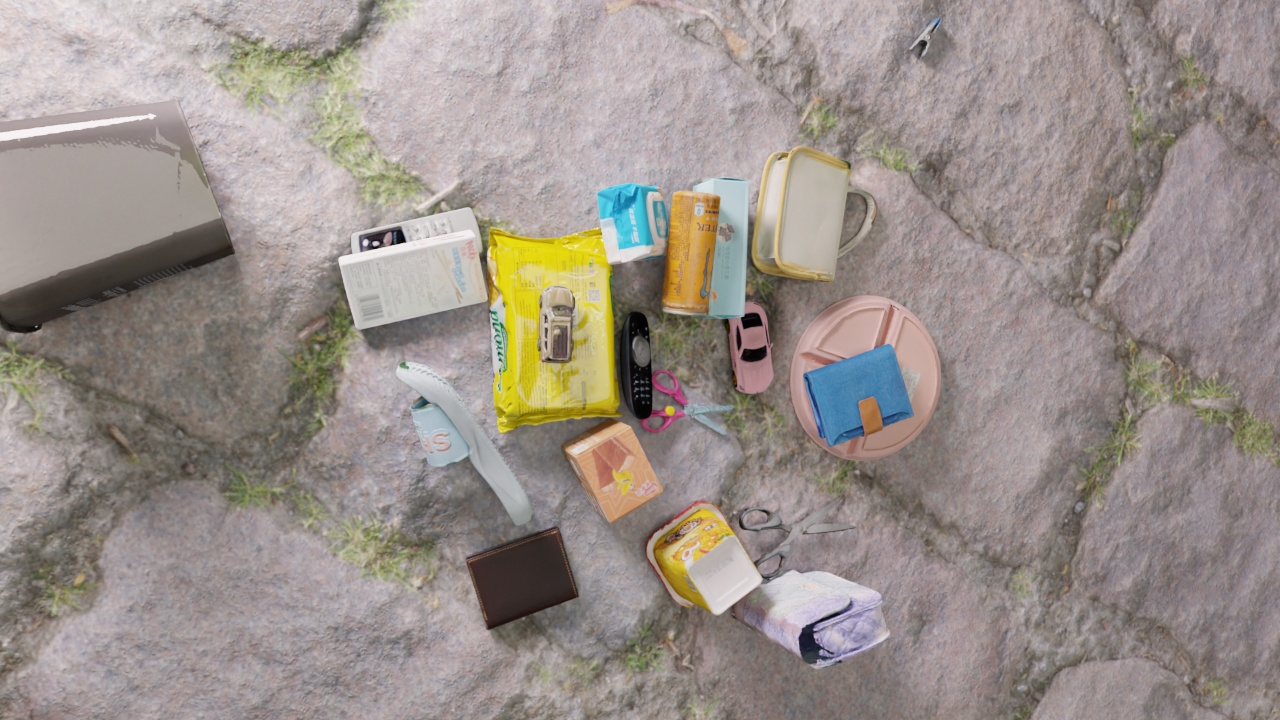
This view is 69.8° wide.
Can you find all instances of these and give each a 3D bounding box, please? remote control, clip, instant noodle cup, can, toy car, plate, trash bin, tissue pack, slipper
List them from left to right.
[{"bbox_3d":[-0.547,-0.151,0.925,0.219,0.199,0.198,-20,99,-21],"label":"trash bin"},{"bbox_3d":[-0.264,-0.138,1.087,0.150,0.021,0.058,-16,97,-15],"label":"remote control"},{"bbox_3d":[-0.213,0.103,1.077,0.074,0.104,0.245,-36,108,-9],"label":"slipper"},{"bbox_3d":[-0.096,-0.042,1.063,0.042,0.035,0.090,2,89,-18],"label":"toy car"},{"bbox_3d":[-0.007,0.007,1.156,0.053,0.024,0.136,6,79,-53],"label":"remote control"},{"bbox_3d":[-0.003,-0.166,1.107,0.063,0.139,0.090,-8,96,16],"label":"tissue pack"},{"bbox_3d":[0.060,-0.129,1.104,0.058,0.058,0.146,3,99,-16],"label":"can"},{"bbox_3d":[0.085,0.254,1.155,0.116,0.124,0.116,-34,101,-12],"label":"instant noodle cup"},{"bbox_3d":[0.145,-0.016,1.203,0.056,0.037,0.122,-10,97,-14],"label":"toy car"},{"bbox_3d":[0.315,0.025,1.258,0.229,0.028,0.229,-1,93,-16],"label":"plate"},{"bbox_3d":[0.391,-0.443,1.255,0.029,0.024,0.057,31,91,-11],"label":"clip"}]

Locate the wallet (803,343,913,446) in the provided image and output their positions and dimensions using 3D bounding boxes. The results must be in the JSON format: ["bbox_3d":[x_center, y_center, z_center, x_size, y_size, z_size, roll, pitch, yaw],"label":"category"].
[{"bbox_3d":[0.290,0.047,1.219,0.133,0.040,0.106,-18,94,-13],"label":"wallet"}]

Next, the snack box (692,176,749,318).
[{"bbox_3d":[0.098,-0.140,1.162,0.051,0.074,0.175,1,93,-16],"label":"snack box"}]

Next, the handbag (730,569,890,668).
[{"bbox_3d":[0.213,0.319,1.162,0.134,0.194,0.075,-15,92,-19],"label":"handbag"}]

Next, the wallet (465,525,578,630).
[{"bbox_3d":[-0.147,0.271,1.146,0.122,0.020,0.096,-17,93,-13],"label":"wallet"}]

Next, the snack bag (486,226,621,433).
[{"bbox_3d":[-0.101,-0.039,1.115,0.158,0.068,0.246,-3,93,-16],"label":"snack bag"}]

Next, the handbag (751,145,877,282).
[{"bbox_3d":[0.235,-0.185,1.214,0.178,0.063,0.163,8,91,-31],"label":"handbag"}]

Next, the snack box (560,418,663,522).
[{"bbox_3d":[-0.036,0.133,1.130,0.077,0.093,0.094,-29,100,-13],"label":"snack box"}]

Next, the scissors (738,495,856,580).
[{"bbox_3d":[0.207,0.229,1.234,0.173,0.014,0.159,30,71,-11],"label":"scissors"}]

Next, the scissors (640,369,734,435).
[{"bbox_3d":[0.063,0.055,1.196,0.136,0.017,0.105,-3,88,-20],"label":"scissors"}]

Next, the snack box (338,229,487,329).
[{"bbox_3d":[-0.263,-0.094,1.072,0.156,0.027,0.085,-15,120,-15],"label":"snack box"}]
